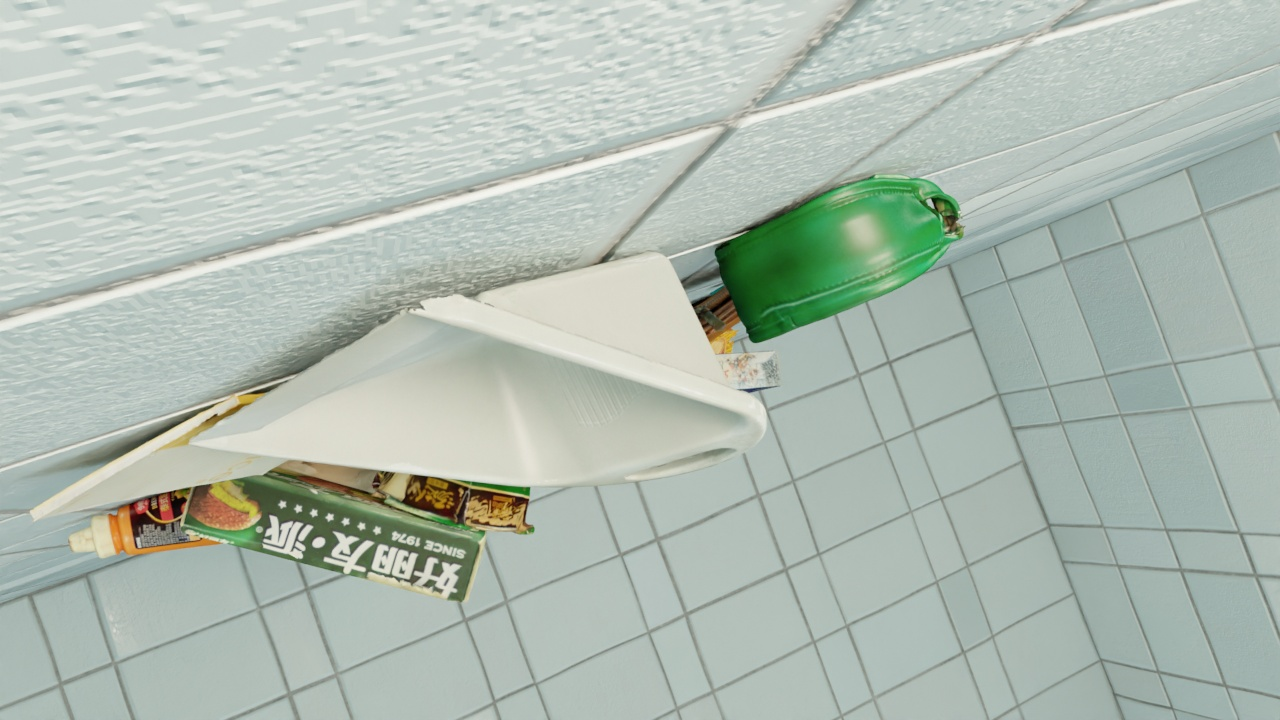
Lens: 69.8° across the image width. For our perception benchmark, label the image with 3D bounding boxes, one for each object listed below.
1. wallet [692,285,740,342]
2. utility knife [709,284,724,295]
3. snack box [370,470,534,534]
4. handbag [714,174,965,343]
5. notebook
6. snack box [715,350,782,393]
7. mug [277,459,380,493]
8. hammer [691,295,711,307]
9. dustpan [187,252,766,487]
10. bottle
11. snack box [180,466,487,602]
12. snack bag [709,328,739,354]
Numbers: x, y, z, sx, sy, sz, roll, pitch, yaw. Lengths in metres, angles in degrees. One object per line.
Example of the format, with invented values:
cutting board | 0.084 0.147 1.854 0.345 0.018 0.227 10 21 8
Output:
wallet | 0.089 -0.056 0.745 0.130 0.035 0.119 -34 179 0
utility knife | 0.128 -0.085 0.832 0.152 0.013 0.029 -22 176 32
snack box | -0.154 0.087 0.808 0.118 0.105 0.118 13 174 26
handbag | 0.122 -0.065 0.573 0.120 0.068 0.132 -20 178 -36
notebook | -0.250 0.052 0.588 0.146 0.010 0.206 -27 175 10
snack box | 0.033 0.028 1.038 0.182 0.045 0.178 -4 172 -32
mug | -0.281 0.096 0.908 0.103 0.084 0.125 -22 151 6
hammer | 0.108 -0.064 0.931 0.301 0.033 0.128 -21 176 15
dustpan | -0.057 0.039 0.507 0.223 0.142 0.257 -22 -178 40
bottle | -0.468 0.158 0.889 0.149 0.066 0.067 -11 174 -25
snack box | -0.256 0.146 0.800 0.240 0.063 0.114 16 173 -5
snack bag | 0.019 -0.015 1.098 0.129 0.073 0.207 -21 170 41
